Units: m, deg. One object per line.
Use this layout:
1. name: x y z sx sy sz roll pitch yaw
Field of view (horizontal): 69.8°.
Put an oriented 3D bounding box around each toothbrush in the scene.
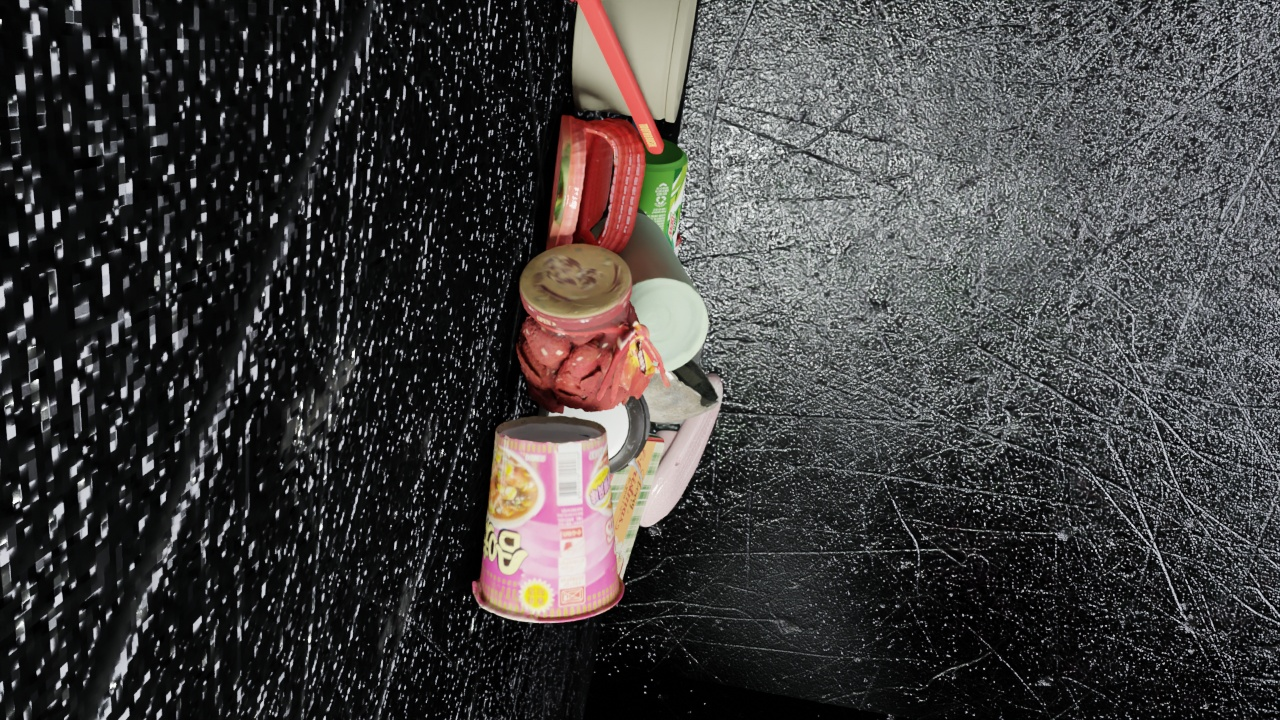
1. toothbrush: -0.016 -0.187 0.587 0.212 0.012 0.017 52 46 -65

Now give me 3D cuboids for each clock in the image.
1. clock: -0.040 0.046 0.756 0.043 0.091 0.122 7 76 -79

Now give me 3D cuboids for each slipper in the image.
1. slipper: 0.047 0.114 1.194 0.221 0.056 0.107 -61 161 -13
2. slipper: -0.028 -0.130 0.688 0.248 0.059 0.103 -77 176 -78

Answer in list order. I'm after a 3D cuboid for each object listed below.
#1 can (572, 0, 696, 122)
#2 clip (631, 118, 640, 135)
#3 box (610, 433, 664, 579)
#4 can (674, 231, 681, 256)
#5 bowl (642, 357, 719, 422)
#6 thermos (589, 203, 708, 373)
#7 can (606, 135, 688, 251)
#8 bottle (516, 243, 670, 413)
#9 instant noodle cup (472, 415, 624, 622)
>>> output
1. can: -0.001 -0.241 0.666 0.128 0.073 0.128 15 85 -88
2. clip: 0.005 -0.317 1.170 0.119 0.027 0.103 -79 175 -47
3. box: -0.042 0.170 0.983 0.117 0.051 0.205 16 92 -67
4. can: -0.002 -0.101 1.099 0.086 0.086 0.117 -77 176 -59
5. bowl: -0.006 0.006 0.957 0.081 0.178 0.178 -44 -175 10
6. thermos: -0.008 -0.072 0.763 0.231 0.082 0.082 -109 -155 -63
7. can: 0.000 -0.153 0.962 0.082 0.083 0.144 -77 176 -54
8. bottle: -0.033 -0.010 0.601 0.111 0.099 0.098 90 8 -47
9. instant noodle cup: -0.057 0.095 0.584 0.097 0.098 0.109 -69 161 -79
